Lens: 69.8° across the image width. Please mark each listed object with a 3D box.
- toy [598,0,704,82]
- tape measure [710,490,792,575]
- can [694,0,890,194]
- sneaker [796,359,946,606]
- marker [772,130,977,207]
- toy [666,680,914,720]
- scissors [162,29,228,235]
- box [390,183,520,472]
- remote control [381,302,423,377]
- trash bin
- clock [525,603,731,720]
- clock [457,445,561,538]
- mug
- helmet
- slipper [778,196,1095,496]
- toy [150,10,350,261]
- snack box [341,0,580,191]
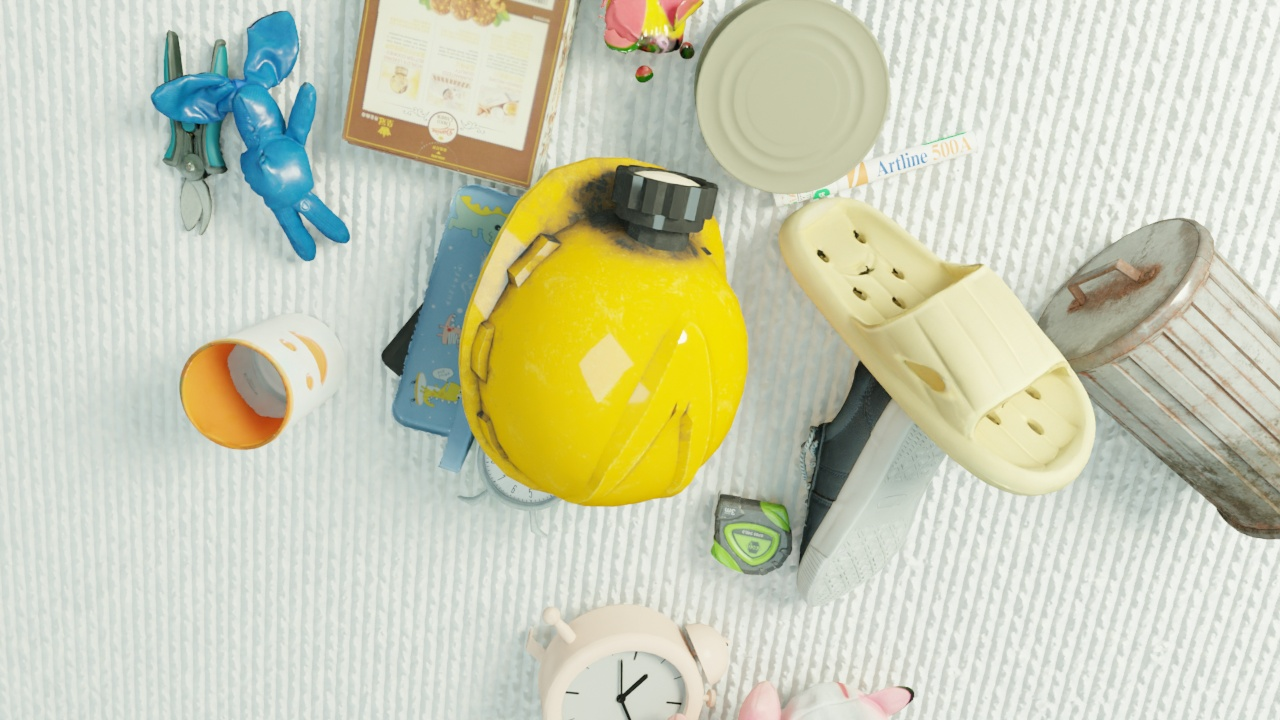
[{"bbox_3d":[0.000,-0.252,0.633,0.084,0.046,0.103,-32,91,-6],"label":"toy"},{"bbox_3d":[0.089,0.139,0.734,0.065,0.036,0.059,12,96,5],"label":"tape measure"},{"bbox_3d":[0.100,-0.181,0.620,0.128,0.073,0.128,2,113,4],"label":"can"},{"bbox_3d":[0.160,0.087,0.689,0.089,0.087,0.236,-7,129,-33],"label":"sneaker"},{"bbox_3d":[0.168,-0.138,0.664,0.145,0.017,0.017,-15,103,8],"label":"marker"},{"bbox_3d":[0.117,0.328,0.737,0.213,0.084,0.142,-7,112,-17],"label":"toy"},{"bbox_3d":[-0.342,-0.177,0.697,0.131,0.019,0.149,-34,101,14],"label":"scissors"},{"bbox_3d":[-0.135,-0.024,0.684,0.079,0.072,0.211,22,112,-2],"label":"box"},{"bbox_3d":[-0.148,-0.046,0.715,0.033,0.015,0.147,41,104,-6],"label":"remote control"},{"bbox_3d":[0.382,0.009,0.627,0.211,0.130,0.131,40,104,-7],"label":"trash bin"},{"bbox_3d":[-0.016,0.265,0.761,0.160,0.086,0.131,13,105,-8],"label":"clock"},{"bbox_3d":[-0.084,0.069,0.726,0.094,0.042,0.119,26,105,-3],"label":"clock"},{"bbox_3d":[-0.282,0.012,0.695,0.082,0.105,0.082,1,105,5],"label":"mug"},{"bbox_3d":[-0.003,0.004,0.615,0.205,0.131,0.256,0,112,-30],"label":"helmet"},{"bbox_3d":[0.194,-0.034,0.595,0.111,0.079,0.261,-26,59,-23],"label":"slipper"},{"bbox_3d":[-0.277,-0.157,0.673,0.113,0.071,0.176,-21,102,-2],"label":"toy"},{"bbox_3d":[-0.128,-0.210,0.658,0.143,0.041,0.147,15,105,1],"label":"snack box"}]
